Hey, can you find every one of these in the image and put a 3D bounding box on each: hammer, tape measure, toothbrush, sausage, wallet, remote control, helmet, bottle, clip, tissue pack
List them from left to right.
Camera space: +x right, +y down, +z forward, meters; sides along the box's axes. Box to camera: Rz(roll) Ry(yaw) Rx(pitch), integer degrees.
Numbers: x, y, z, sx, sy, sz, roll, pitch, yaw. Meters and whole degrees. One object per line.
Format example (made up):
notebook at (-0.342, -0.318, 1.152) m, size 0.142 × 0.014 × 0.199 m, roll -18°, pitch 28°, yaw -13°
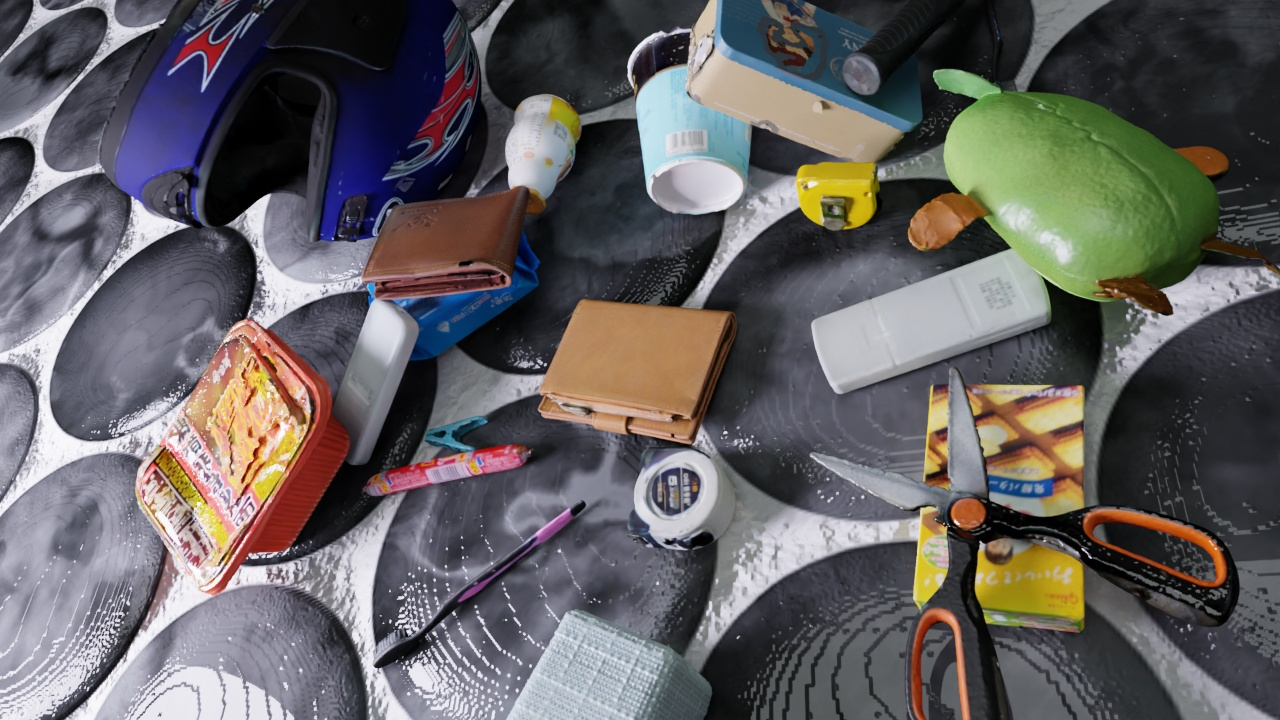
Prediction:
helmet at (-0.277, -0.223, 0.819) m, size 0.240 × 0.248 × 0.314 m, roll 30°, pitch 64°, yaw -9°
remote control at (-0.219, 0.018, 0.748) m, size 0.056 × 0.020 × 0.136 m, roll 36°, pitch 109°, yaw 35°
sausage at (-0.152, 0.085, 0.710) m, size 0.156 × 0.020 × 0.020 m, roll -13°, pitch 56°, yaw 18°
wallet at (-0.155, -0.098, 0.745) m, size 0.125 × 0.032 × 0.101 m, roll -5°, pitch 48°, yaw 12°
tissue pack at (-0.162, -0.064, 0.787) m, size 0.157 × 0.052 × 0.095 m, roll -33°, pitch 50°, yaw 4°
clip at (-0.147, 0.060, 0.728) m, size 0.054 × 0.013 × 0.034 m, roll -2°, pitch 59°, yaw 22°
toothbrush at (-0.115, 0.157, 0.653) m, size 0.189 × 0.014 × 0.018 m, roll -38°, pitch 40°, yaw -1°
bottle at (-0.091, -0.183, 0.819) m, size 0.063 × 0.063 × 0.108 m, roll -3°, pitch 59°, yaw 24°
wallet at (-0.004, 0.004, 0.682) m, size 0.132 × 0.031 × 0.107 m, roll 6°, pitch 61°, yaw 29°
tape measure at (0.029, 0.093, 0.611) m, size 0.066 × 0.033 × 0.065 m, roll 0°, pitch 63°, yaw 28°
tape measure at (0.144, -0.118, 0.670) m, size 0.060 × 0.057 × 0.028 m, roll 6°, pitch 61°, yaw 23°
remote control at (0.192, -0.025, 0.612) m, size 0.150 × 0.021 × 0.058 m, roll -19°, pitch 54°, yaw 14°
hammer at (0.243, -0.290, 0.698) m, size 0.129 × 0.033 × 0.299 m, roll 22°, pitch 55°, yaw 35°
toothbrush at (0.280, -0.263, 0.723) m, size 0.016 × 0.014 × 0.189 m, roll -7°, pitch 57°, yaw 21°

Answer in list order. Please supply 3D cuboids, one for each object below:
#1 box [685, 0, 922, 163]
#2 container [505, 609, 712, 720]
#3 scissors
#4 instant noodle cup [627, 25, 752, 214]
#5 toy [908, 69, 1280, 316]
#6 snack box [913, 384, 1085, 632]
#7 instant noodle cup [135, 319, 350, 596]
box at (0.126, -0.211, 0.682) m, size 0.184 × 0.062 × 0.089 m, roll 13°, pitch 59°, yaw -16°
container at (-0.022, 0.214, 0.526) m, size 0.090 × 0.090 × 0.111 m, roll 13°, pitch 64°, yaw 31°
scissors at (0.190, 0.103, 0.496) m, size 0.235 × 0.022 × 0.220 m, roll 9°, pitch 61°, yaw 31°
instant noodle cup at (0.045, -0.186, 0.739) m, size 0.111 × 0.111 × 0.120 m, roll -9°, pitch 66°, yaw 20°
toy at (0.276, -0.102, 0.575) m, size 0.226 × 0.090 × 0.246 m, roll -12°, pitch 44°, yaw -13°
snack box at (0.210, 0.081, 0.532) m, size 0.087 × 0.034 × 0.140 m, roll 0°, pitch 63°, yaw 26°
instant noodle cup at (-0.313, 0.075, 0.742) m, size 0.164 × 0.079 × 0.189 m, roll 34°, pitch 94°, yaw 36°
